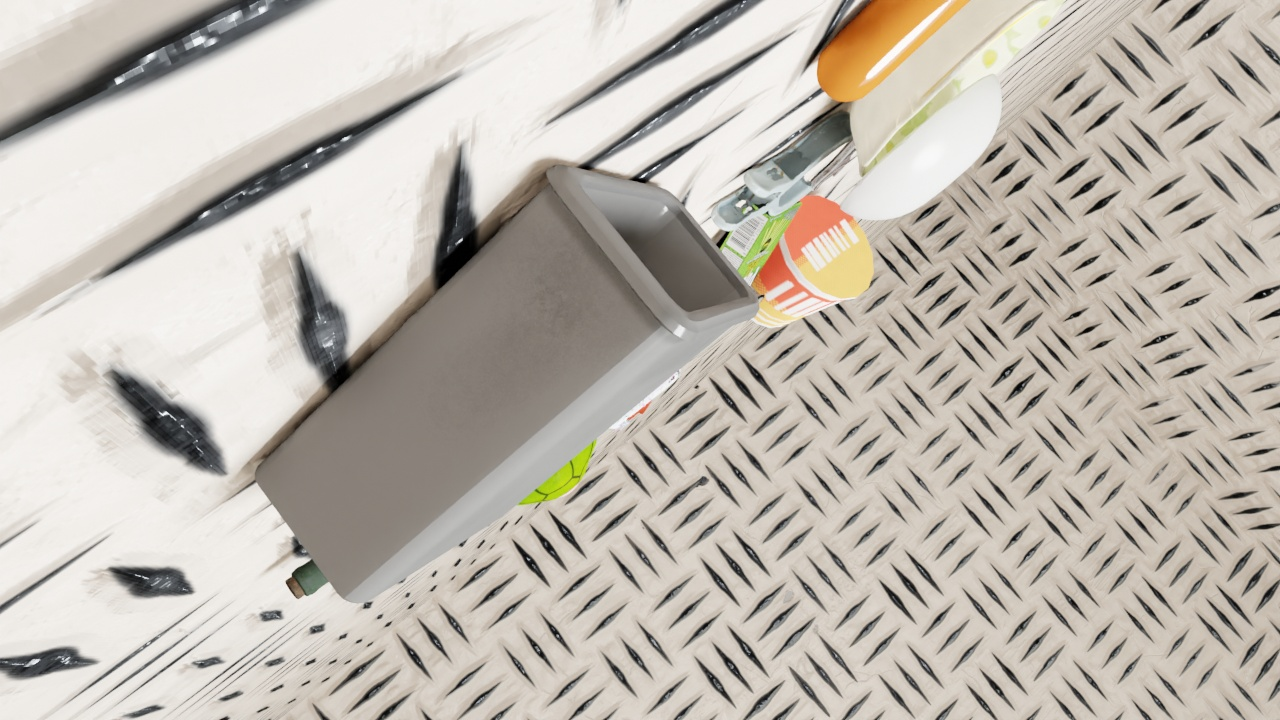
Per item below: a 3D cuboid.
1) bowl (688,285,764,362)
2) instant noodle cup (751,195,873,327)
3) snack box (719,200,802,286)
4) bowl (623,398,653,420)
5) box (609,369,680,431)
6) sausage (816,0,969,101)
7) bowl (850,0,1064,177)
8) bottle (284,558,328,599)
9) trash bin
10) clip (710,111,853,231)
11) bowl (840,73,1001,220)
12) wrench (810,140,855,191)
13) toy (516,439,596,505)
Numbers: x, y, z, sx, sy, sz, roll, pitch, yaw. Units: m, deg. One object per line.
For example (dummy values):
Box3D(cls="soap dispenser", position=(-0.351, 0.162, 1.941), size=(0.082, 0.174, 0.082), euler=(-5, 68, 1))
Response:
Box3D(cls="bowl", position=(0.072, -0.055, 0.997), size=(0.115, 0.059, 0.115), euler=(-39, 174, -5))
Box3D(cls="instant noodle cup", position=(0.176, -0.103, 1.045), size=(0.123, 0.123, 0.121), euler=(-35, 180, -37))
Box3D(cls="snack box", position=(0.091, -0.088, 0.865), size=(0.080, 0.025, 0.148), euler=(-31, 156, -55))
Box3D(cls="bowl", position=(0.005, 0.019, 1.035), size=(0.122, 0.035, 0.122), euler=(-61, -178, 4))
Box3D(cls="box", position=(-0.004, 0.005, 0.830), size=(0.044, 0.086, 0.201), euler=(-6, -170, 19))
Box3D(cls="sausage", position=(0.169, -0.213, 0.524), size=(0.164, 0.039, 0.044), euler=(-41, 174, 16))
Box3D(cls="bowl", position=(0.222, -0.223, 0.683), size=(0.188, 0.060, 0.219), euler=(-39, 173, 3))
Box3D(cls="bottle", position=(-0.200, 0.129, 0.728), size=(0.173, 0.055, 0.055), euler=(-35, 172, -29))
Box3D(cls="trash bin", position=(-0.061, 0.009, 0.497), size=(0.220, 0.097, 0.191), euler=(-40, 174, 18))
Box3D(cls="clip", position=(0.107, -0.137, 0.768), size=(0.171, 0.029, 0.143), euler=(-34, 170, -35))
Box3D(cls="bowl", position=(0.228, -0.155, 0.719), size=(0.149, 0.043, 0.149), euler=(-39, 174, -5))
Box3D(cls="wrench", position=(0.241, -0.245, 0.868), size=(0.069, 0.010, 0.274), euler=(-36, 173, -33))
Box3D(cls="toy", position=(-0.105, 0.108, 0.983), size=(0.190, 0.087, 0.238), euler=(-31, 172, -13))
